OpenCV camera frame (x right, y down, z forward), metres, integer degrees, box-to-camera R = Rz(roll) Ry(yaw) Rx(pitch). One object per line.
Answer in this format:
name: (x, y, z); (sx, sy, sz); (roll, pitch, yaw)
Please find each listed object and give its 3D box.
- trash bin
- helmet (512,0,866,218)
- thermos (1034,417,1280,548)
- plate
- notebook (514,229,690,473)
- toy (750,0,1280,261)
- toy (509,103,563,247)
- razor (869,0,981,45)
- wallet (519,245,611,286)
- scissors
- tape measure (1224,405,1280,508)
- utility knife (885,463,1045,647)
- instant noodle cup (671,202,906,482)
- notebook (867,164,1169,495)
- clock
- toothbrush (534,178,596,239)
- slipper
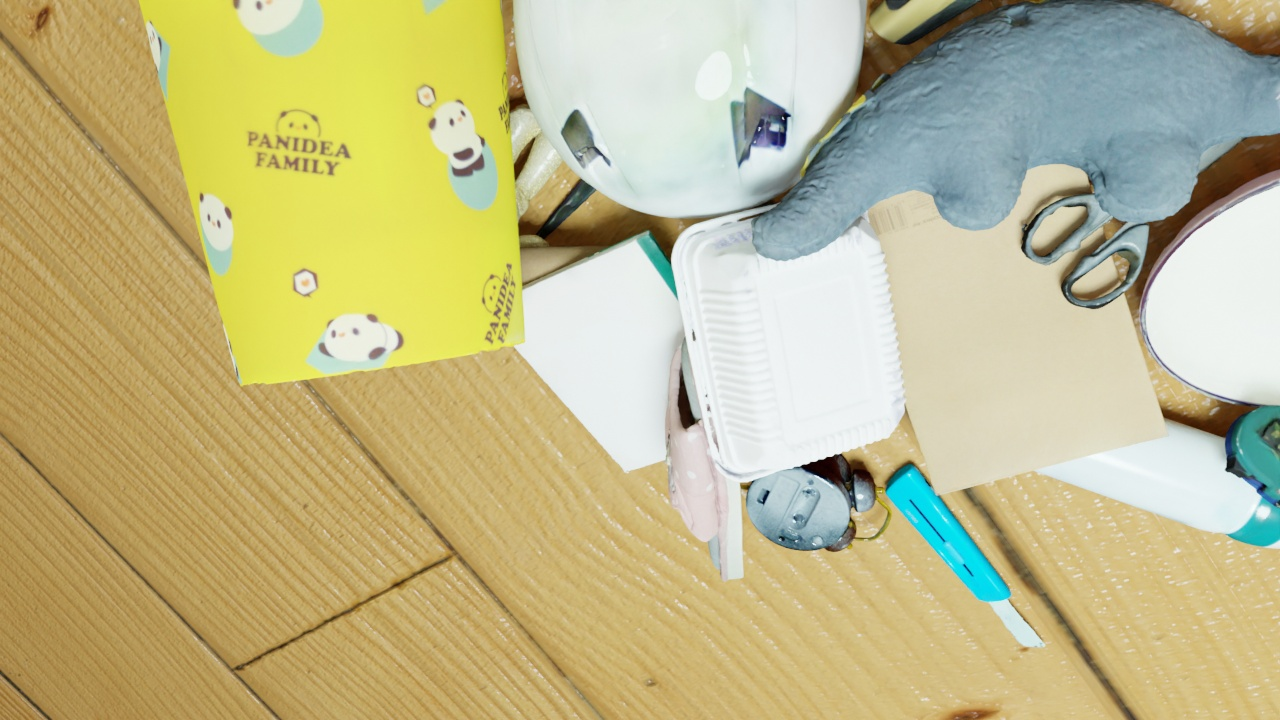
trash bin: (-0.182, -0.124, 0.588); (0.230, 0.229, 0.255); (-6, 95, 24)
helmet: (0.020, -0.201, 0.546); (0.229, 0.145, 0.259); (-1, 116, 14)
thermos: (0.339, 0.067, 0.635); (0.224, 0.073, 0.073); (20, 123, 10)
plate: (0.400, -0.047, 0.540); (0.192, 0.038, 0.193); (10, 139, 9)
notebook: (-0.004, 0.004, 0.726); (0.151, 0.012, 0.209); (-21, 126, 24)
toy: (0.233, -0.141, 0.518); (0.356, 0.137, 0.091); (-10, 150, 8)
toy: (-0.111, -0.124, 0.712); (0.105, 0.066, 0.158); (29, 118, -15)
razor: (0.204, -0.243, 0.522); (0.067, 0.062, 0.168); (26, 137, -33)
wallet: (-0.053, -0.051, 0.714); (0.115, 0.033, 0.090); (-1, 135, 1)
scissors: (0.320, -0.099, 0.552); (0.173, 0.014, 0.142); (-6, 98, 16)
tape measure: (0.401, 0.056, 0.579); (0.054, 0.025, 0.058); (42, 83, 12)
utility knife: (0.267, 0.165, 0.747); (0.034, 0.018, 0.202); (-34, 103, 32)
instant noodle cup: (0.103, -0.011, 0.575); (0.138, 0.060, 0.173); (-16, 103, -13)
notebook: (0.235, -0.029, 0.601); (0.150, 0.012, 0.211); (-18, 94, 17)
clock: (0.142, 0.112, 0.744); (0.122, 0.055, 0.082); (23, 123, 7)
toothbrush: (-0.071, -0.108, 0.728); (0.015, 0.018, 0.182); (47, 122, -5)
slipper: (0.046, 0.079, 0.708); (0.054, 0.114, 0.275); (-8, 137, 4)
